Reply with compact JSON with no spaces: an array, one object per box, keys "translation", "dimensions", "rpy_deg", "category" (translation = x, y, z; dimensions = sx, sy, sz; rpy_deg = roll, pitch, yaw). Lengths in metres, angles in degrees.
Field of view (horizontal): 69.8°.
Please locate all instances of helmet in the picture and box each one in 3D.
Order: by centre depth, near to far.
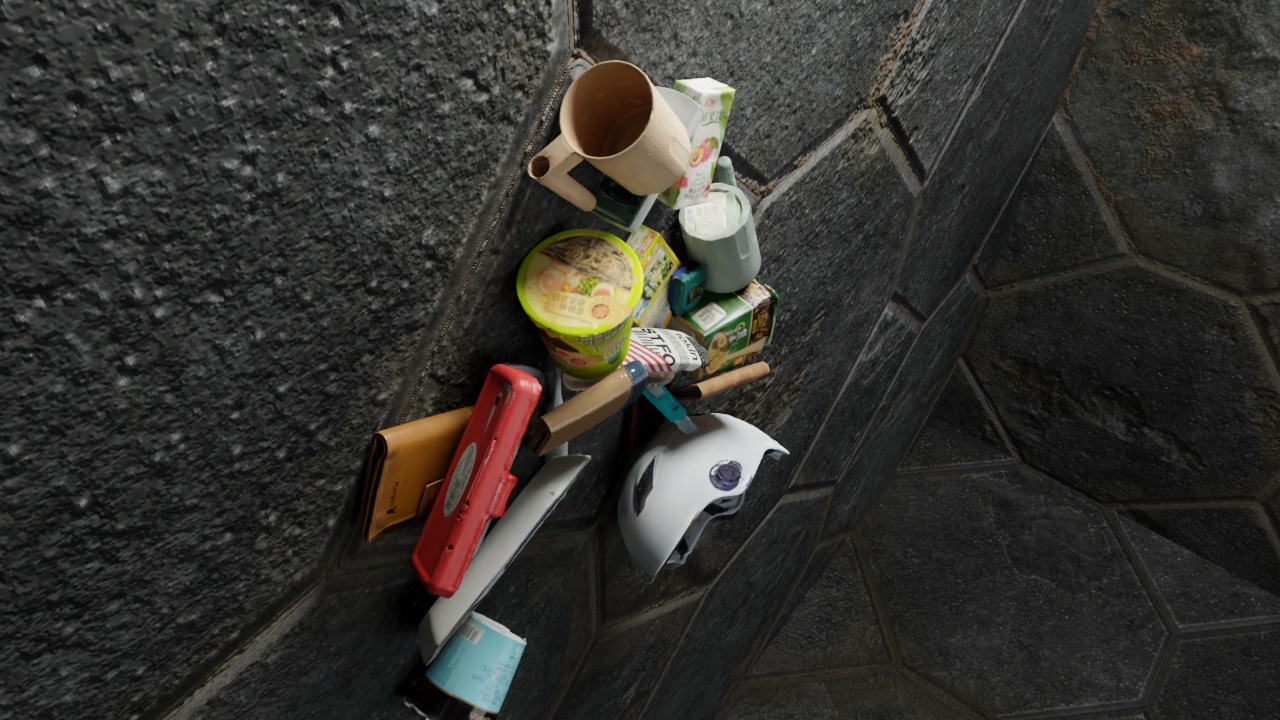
[{"translation":[0.059,0.164,1.225],"dimensions":[0.257,0.146,0.230],"rpy_deg":[-35,161,-34],"category":"helmet"}]

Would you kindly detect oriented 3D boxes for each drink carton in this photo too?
[{"translation":[0.050,-0.217,0.915],"dimensions":[0.053,0.045,0.123],"rpy_deg":[-20,134,-40],"category":"drink carton"}]

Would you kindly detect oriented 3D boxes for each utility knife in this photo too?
[{"translation":[0.021,0.039,1.104],"dimensions":[0.029,0.013,0.185],"rpy_deg":[-38,130,6],"category":"utility knife"}]

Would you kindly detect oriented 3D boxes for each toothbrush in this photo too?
[{"translation":[-0.091,0.074,0.994],"dimensions":[0.026,0.026,0.221],"rpy_deg":[-52,157,-43],"category":"toothbrush"}]

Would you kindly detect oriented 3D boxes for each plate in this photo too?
[{"translation":[-0.146,0.196,0.951],"dimensions":[0.266,0.034,0.162],"rpy_deg":[-52,178,3],"category":"plate"}]

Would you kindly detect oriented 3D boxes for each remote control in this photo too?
[{"translation":[0.004,-0.187,0.850],"dimensions":[0.135,0.056,0.019],"rpy_deg":[-60,155,1],"category":"remote control"}]

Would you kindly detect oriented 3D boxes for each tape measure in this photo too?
[{"translation":[0.053,-0.081,1.021],"dimensions":[0.054,0.025,0.058],"rpy_deg":[-40,150,-36],"category":"tape measure"}]

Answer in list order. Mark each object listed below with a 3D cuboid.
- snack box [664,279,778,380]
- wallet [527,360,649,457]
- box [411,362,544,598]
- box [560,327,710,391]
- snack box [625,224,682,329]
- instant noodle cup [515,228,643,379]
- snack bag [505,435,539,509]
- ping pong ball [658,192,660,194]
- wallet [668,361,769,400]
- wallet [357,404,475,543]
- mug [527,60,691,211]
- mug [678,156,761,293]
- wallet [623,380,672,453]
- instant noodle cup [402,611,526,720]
[{"translation":[0.084,-0.047,1.105],"dimensions":[0.105,0.118,0.118],"rpy_deg":[-32,145,-29],"category":"snack box"},{"translation":[-0.051,0.046,0.875],"dimensions":[0.115,0.033,0.090],"rpy_deg":[-31,171,-24],"category":"wallet"},{"translation":[-0.142,0.099,0.819],"dimensions":[0.157,0.069,0.201],"rpy_deg":[-142,-106,-85],"category":"box"},{"translation":[-0.006,0.006,0.991],"dimensions":[0.161,0.075,0.086],"rpy_deg":[-5,137,-39],"category":"box"},{"translation":[0.007,-0.082,1.003],"dimensions":[0.087,0.034,0.140],"rpy_deg":[-58,157,-4],"category":"snack box"},{"translation":[-0.051,-0.042,0.857],"dimensions":[0.111,0.112,0.124],"rpy_deg":[-50,161,-21],"category":"instant noodle cup"},{"translation":[-0.131,0.120,0.969],"dimensions":[0.105,0.026,0.045],"rpy_deg":[-61,164,3],"category":"snack bag"},{"translation":[0.005,-0.176,0.882],"dimensions":[0.040,0.040,0.040],"rpy_deg":[-43,151,-32],"category":"ping pong ball"},{"translation":[0.089,0.029,1.143],"dimensions":[0.101,0.115,0.020],"rpy_deg":[-18,92,-26],"category":"wallet"},{"translation":[-0.195,0.103,0.827],"dimensions":[0.130,0.035,0.119],"rpy_deg":[-17,126,-56],"category":"wallet"},{"translation":[-0.025,-0.182,0.788],"dimensions":[0.125,0.084,0.103],"rpy_deg":[-38,160,12],"category":"mug"},{"translation":[0.093,-0.155,1.045],"dimensions":[0.103,0.084,0.123],"rpy_deg":[65,32,-60],"category":"mug"},{"translation":[0.013,0.050,1.179],"dimensions":[0.096,0.020,0.122],"rpy_deg":[-41,149,-45],"category":"wallet"},{"translation":[-0.189,0.354,1.037],"dimensions":[0.120,0.111,0.111],"rpy_deg":[-62,157,-15],"category":"instant noodle cup"}]
